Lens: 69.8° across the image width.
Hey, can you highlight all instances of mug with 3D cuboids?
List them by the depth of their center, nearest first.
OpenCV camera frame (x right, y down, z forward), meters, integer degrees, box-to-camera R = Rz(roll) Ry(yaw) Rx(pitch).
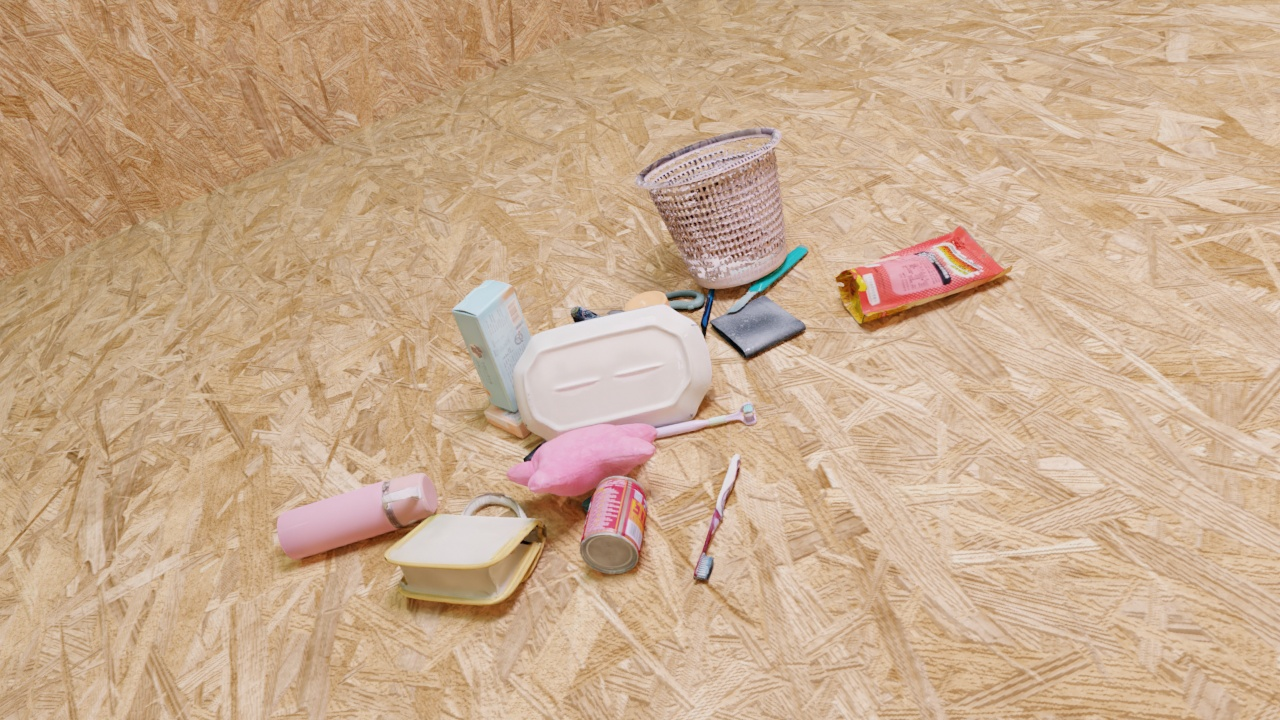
[{"bbox_3d":[0.024,-0.029,1.254,0.078,0.123,0.078,-13,34,9],"label":"mug"}]

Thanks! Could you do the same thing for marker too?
[{"bbox_3d":[-0.106,0.099,1.238,0.022,0.018,0.130,36,60,23],"label":"marker"}]

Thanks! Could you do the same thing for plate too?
[{"bbox_3d":[-0.041,0.022,1.188,0.266,0.162,0.034,-12,-1,10],"label":"plate"}]

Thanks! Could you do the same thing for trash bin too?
[{"bbox_3d":[0.127,-0.224,1.395,0.227,0.192,0.227,-17,23,7],"label":"trash bin"}]

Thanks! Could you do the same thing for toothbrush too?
[{"bbox_3d":[0.091,0.171,1.028,0.017,0.016,0.187,4,40,20],"label":"toothbrush"},{"bbox_3d":[0.053,0.086,1.168,0.189,0.029,0.021,-13,-7,14],"label":"toothbrush"},{"bbox_3d":[0.096,-0.065,1.367,0.016,0.014,0.189,-32,24,31],"label":"toothbrush"}]

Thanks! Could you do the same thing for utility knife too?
[{"bbox_3d":[0.195,-0.125,1.393,0.029,0.013,0.208,13,41,43],"label":"utility knife"}]

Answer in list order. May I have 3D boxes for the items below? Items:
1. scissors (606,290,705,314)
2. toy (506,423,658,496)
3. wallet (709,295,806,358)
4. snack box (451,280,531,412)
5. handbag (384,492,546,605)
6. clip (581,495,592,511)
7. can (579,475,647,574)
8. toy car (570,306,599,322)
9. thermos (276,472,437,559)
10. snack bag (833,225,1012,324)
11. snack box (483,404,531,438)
[{"bbox_3d":[0.023,-0.076,1.418,0.178,0.019,0.168,17,49,44],"label":"scissors"},{"bbox_3d":[-0.064,0.118,1.121,0.194,0.074,0.179,-17,6,-18],"label":"toy"},{"bbox_3d":[0.165,-0.050,1.306,0.097,0.019,0.121,-25,32,-10],"label":"wallet"},{"bbox_3d":[-0.192,-0.019,1.258,0.052,0.175,0.074,14,46,34],"label":"snack box"},{"bbox_3d":[-0.190,0.216,1.090,0.164,0.063,0.178,-2,22,26],"label":"handbag"},{"bbox_3d":[-0.044,0.166,1.105,0.057,0.048,0.014,-24,34,2],"label":"clip"},{"bbox_3d":[-0.028,0.182,1.029,0.067,0.066,0.093,-9,35,16],"label":"can"},{"bbox_3d":[-0.072,-0.052,1.406,0.031,0.049,0.105,-34,36,-16],"label":"toy car"},{"bbox_3d":[-0.365,0.198,1.177,0.199,0.087,0.067,-17,78,7],"label":"thermos"},{"bbox_3d":[0.380,-0.120,1.252,0.207,0.073,0.128,-18,37,-6],"label":"snack bag"},{"bbox_3d":[-0.142,0.046,1.323,0.157,0.026,0.084,-40,38,-28],"label":"snack box"}]
